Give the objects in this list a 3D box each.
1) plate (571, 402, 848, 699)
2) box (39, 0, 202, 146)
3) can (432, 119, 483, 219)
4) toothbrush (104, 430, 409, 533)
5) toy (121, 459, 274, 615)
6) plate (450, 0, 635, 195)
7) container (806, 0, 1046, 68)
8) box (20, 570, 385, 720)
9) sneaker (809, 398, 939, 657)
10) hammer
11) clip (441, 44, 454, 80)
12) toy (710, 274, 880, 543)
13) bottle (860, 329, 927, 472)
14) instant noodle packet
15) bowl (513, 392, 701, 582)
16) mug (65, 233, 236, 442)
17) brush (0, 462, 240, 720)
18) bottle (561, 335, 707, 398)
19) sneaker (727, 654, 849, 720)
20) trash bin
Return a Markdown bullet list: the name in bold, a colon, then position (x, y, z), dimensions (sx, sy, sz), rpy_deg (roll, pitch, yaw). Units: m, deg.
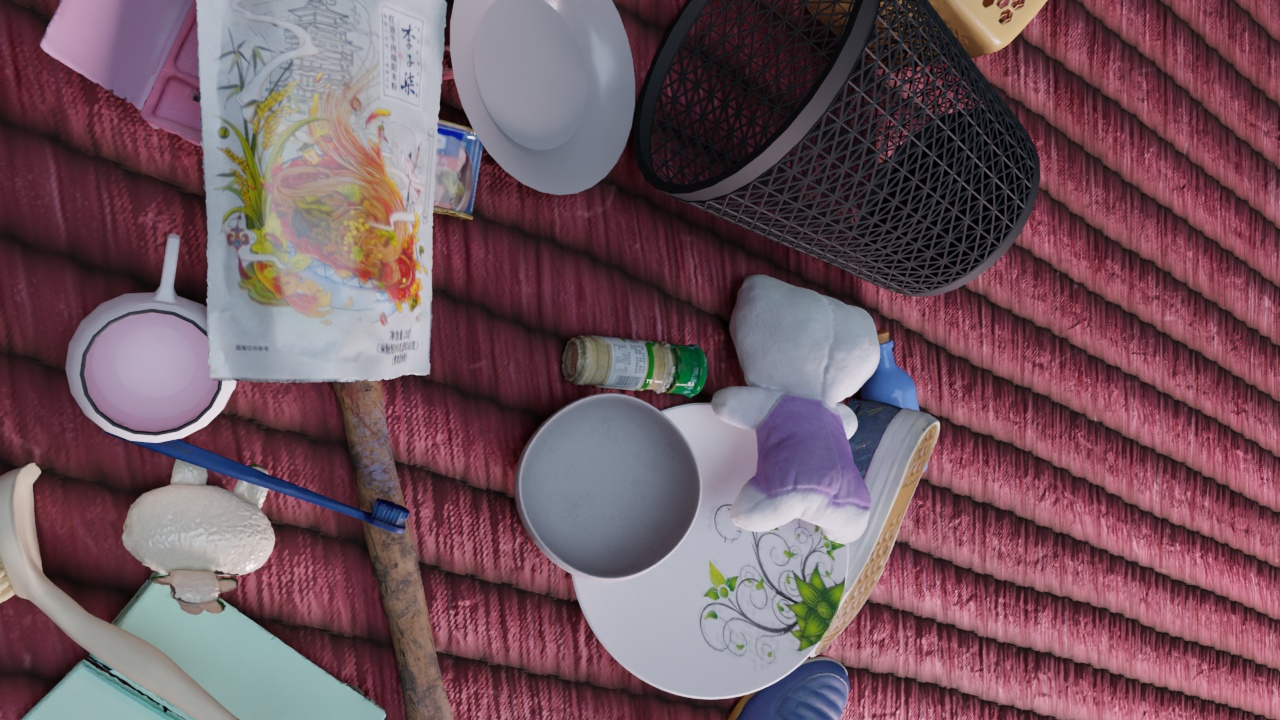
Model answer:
- **plate**: position (0.055, 0.149, 0.737), dimensions (0.229, 0.030, 0.229), rpy_deg (2, 79, -12)
- **box**: position (-0.238, -0.244, 0.546), dimensions (0.172, 0.075, 0.233), rpy_deg (31, 79, -54)
- **can**: position (-0.156, -0.131, 0.607), dimensions (0.099, 0.054, 0.059), rpy_deg (9, 93, -26)
- **toothbrush**: position (-0.238, 0.072, 0.582), dimensions (0.190, 0.016, 0.017), rpy_deg (22, 90, -14)
- **toy**: position (-0.272, 0.109, 0.569), dimensions (0.087, 0.050, 0.112), rpy_deg (18, 53, -32)
- **plate**: position (-0.068, -0.202, 0.641), dimensions (0.172, 0.019, 0.173), rpy_deg (-3, 94, -48)
- **container**: position (0.240, -0.329, 0.715), dimensions (0.129, 0.183, 0.167), rpy_deg (30, 88, -26)
- **box**: position (-0.275, 0.236, 0.590), dimensions (0.187, 0.056, 0.137), rpy_deg (44, 69, -22)
- **sneaker**: position (0.176, 0.140, 0.796), dimensions (0.087, 0.079, 0.236), rpy_deg (2, 112, -57)
- **hammer**: position (-0.180, 0.138, 0.637), dimensions (0.119, 0.033, 0.330), rpy_deg (-13, 101, -21)
- **clip**: position (-0.122, -0.215, 0.635), dimensions (0.059, 0.023, 0.041), rpy_deg (-9, 94, -32)
- **toy**: position (0.127, 0.032, 0.720), dimensions (0.137, 0.086, 0.209), rpy_deg (11, 67, -18)
- **bottle**: position (0.222, 0.037, 0.817), dimensions (0.048, 0.048, 0.131), rpy_deg (-18, 103, -24)
- **instant noodle packet**: position (-0.180, -0.122, 0.535), dimensions (0.146, 0.057, 0.269), rpy_deg (-2, 99, -37)
- **bowl**: position (-0.026, 0.094, 0.678), dimensions (0.131, 0.064, 0.131), rpy_deg (2, 78, -11)
- **mug**: position (-0.283, -0.013, 0.540), dimensions (0.090, 0.076, 0.124), rpy_deg (8, 91, -27)
- **brush**: position (-0.289, 0.165, 0.525), dimensions (0.272, 0.062, 0.077), rpy_deg (42, 73, -3)
- **bottle**: position (-0.004, 0.004, 0.704), dimensions (0.109, 0.043, 0.042), rpy_deg (5, 92, -26)
- **sneaker**: position (0.116, 0.365, 0.772), dimensions (0.116, 0.091, 0.241), rpy_deg (42, 76, -21)
- **trash bin**: position (0.158, -0.168, 0.684), dimensions (0.243, 0.217, 0.217), rpy_deg (25, 84, -33)
